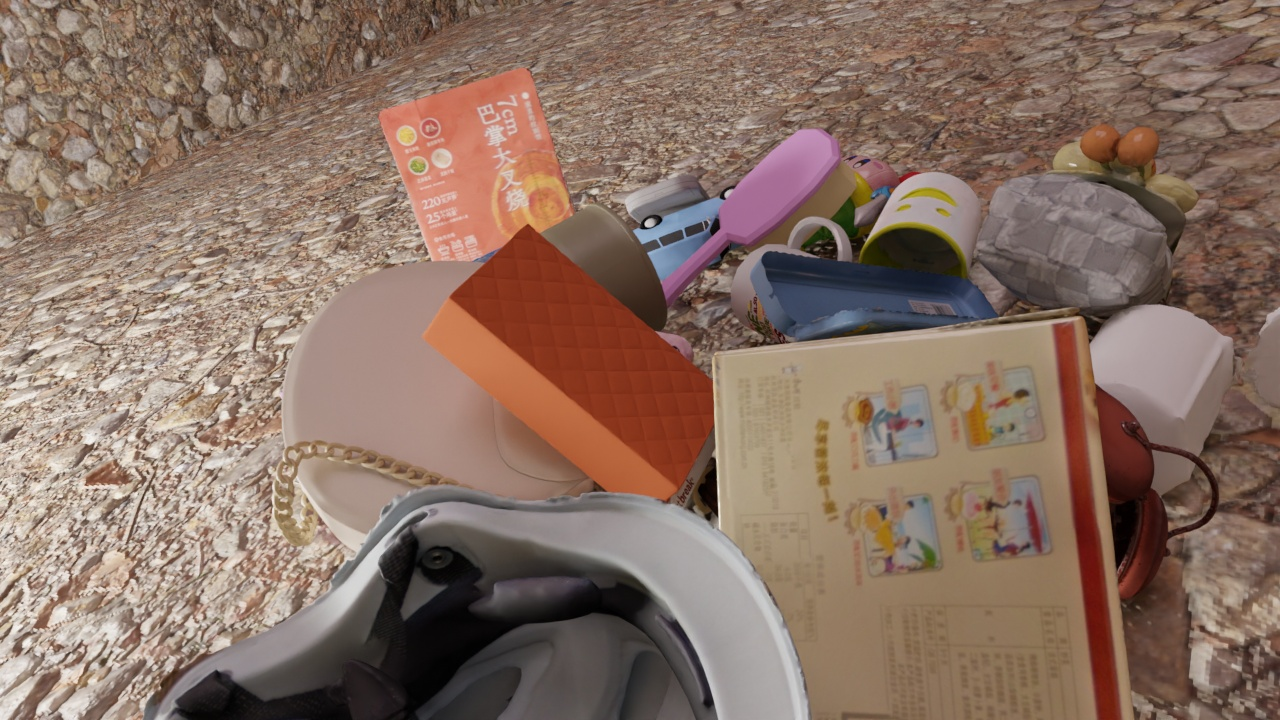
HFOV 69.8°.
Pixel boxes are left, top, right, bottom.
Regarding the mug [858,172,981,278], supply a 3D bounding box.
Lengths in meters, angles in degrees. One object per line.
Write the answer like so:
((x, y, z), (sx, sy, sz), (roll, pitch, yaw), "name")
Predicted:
((0.228, -0.095, 0.744), (0.083, 0.082, 0.105), (-1, 32, 29), "mug")

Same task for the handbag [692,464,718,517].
((0.112, 0.057, 0.589), (0.166, 0.063, 0.139), (-37, 17, -23), "handbag")

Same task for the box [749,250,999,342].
((0.178, -0.028, 0.607), (0.209, 0.049, 0.120), (2, 22, -30), "box")

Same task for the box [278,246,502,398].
((-0.157, 0.009, 0.723), (0.230, 0.159, 0.066), (-29, -4, -18), "box")

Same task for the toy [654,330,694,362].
((-0.004, 0.004, 0.719), (0.102, 0.050, 0.093), (20, 44, -19), "toy")

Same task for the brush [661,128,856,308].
((0.096, -0.114, 0.843), (0.229, 0.043, 0.089), (-43, 35, 12), "brush")

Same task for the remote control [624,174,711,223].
((0.032, -0.162, 0.949), (0.074, 0.019, 0.151), (-18, -5, 11), "remote control")

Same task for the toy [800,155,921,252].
((0.198, -0.139, 0.862), (0.131, 0.097, 0.124), (-12, 31, -29), "toy")

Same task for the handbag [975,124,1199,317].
((0.294, -0.090, 0.598), (0.112, 0.123, 0.171), (28, 17, 28), "handbag")

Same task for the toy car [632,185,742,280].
((0.058, -0.123, 0.911), (0.153, 0.056, 0.054), (-18, 47, 11), "toy car")

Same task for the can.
((-0.043, -0.064, 0.800), (0.073, 0.128, 0.128), (-31, 31, -18), "can")

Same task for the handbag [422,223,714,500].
((-0.035, 0.003, 0.577), (0.060, 0.172, 0.108), (-45, 7, 45), "handbag")

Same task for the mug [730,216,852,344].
((0.131, -0.060, 0.723), (0.073, 0.105, 0.089), (11, 13, -33), "mug")

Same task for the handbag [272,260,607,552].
((-0.132, 0.030, 0.624), (0.208, 0.103, 0.210), (-6, 60, -8), "handbag")

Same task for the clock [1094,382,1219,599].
((0.195, 0.062, 0.458), (0.158, 0.120, 0.072), (-8, 37, 33), "clock")

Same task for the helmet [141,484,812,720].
((-0.046, 0.180, 0.330), (0.264, 0.164, 0.236), (-34, 43, -1), "helmet")

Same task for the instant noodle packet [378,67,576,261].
((-0.160, -0.178, 0.965), (0.164, 0.221, 0.083), (-17, 31, 3), "instant noodle packet")

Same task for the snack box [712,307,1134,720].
((0.113, 0.092, 0.385), (0.153, 0.207, 0.055), (-6, -12, 22), "snack box")

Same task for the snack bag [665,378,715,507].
((0.027, 0.063, 0.631), (0.070, 0.016, 0.195), (-32, 16, 41), "snack bag")

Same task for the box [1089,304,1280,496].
((0.314, 0.017, 0.506), (0.144, 0.083, 0.136), (-1, 31, 45), "box")
